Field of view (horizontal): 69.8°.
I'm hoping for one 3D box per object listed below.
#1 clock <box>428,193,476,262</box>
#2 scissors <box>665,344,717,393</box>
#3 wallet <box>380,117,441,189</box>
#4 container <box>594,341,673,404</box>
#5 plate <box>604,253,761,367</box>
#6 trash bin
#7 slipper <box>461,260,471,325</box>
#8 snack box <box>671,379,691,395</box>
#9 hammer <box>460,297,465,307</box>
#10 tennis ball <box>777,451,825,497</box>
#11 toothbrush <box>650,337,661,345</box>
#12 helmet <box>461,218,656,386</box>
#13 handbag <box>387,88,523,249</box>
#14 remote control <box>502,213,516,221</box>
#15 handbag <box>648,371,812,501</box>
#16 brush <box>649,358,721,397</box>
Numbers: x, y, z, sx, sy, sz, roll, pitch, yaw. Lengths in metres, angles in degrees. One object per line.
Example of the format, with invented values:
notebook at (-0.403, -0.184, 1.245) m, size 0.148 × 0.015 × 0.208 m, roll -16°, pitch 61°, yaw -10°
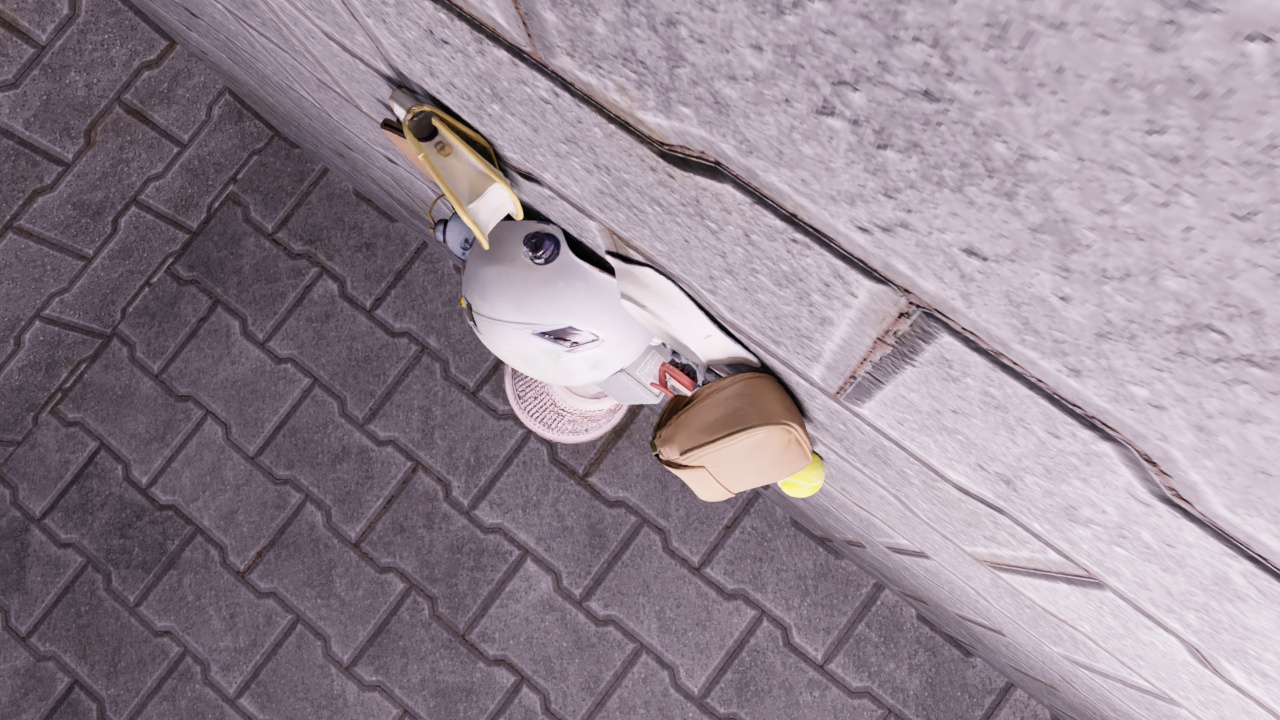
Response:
clock at (-0.232, -0.180, 1.250) m, size 0.122 × 0.082 × 0.055 m, roll 35°, pitch -178°, yaw -8°
scissors at (0.072, 0.013, 1.095) m, size 0.159 × 0.014 × 0.179 m, roll 53°, pitch 163°, yaw 36°
wallet at (-0.248, -0.240, 1.093) m, size 0.090 × 0.033 × 0.115 m, roll 30°, pitch 171°, yaw 39°
container at (-0.008, 0.008, 1.292) m, size 0.090 × 0.090 × 0.114 m, roll 38°, pitch 164°, yaw -21°
plate at (0.032, -0.041, 0.926) m, size 0.164 × 0.034 × 0.164 m, roll 41°, pitch 174°, yaw -27°
trash bin at (-0.097, 0.016, 1.494) m, size 0.227 × 0.227 × 0.192 m, roll 38°, pitch 163°, yaw -6°
slipper at (-0.221, -0.125, 1.419) m, size 0.114 × 0.055 × 0.273 m, roll 19°, pitch -151°, yaw -16°
snack box at (0.064, 0.027, 1.382) m, size 0.157 × 0.026 × 0.084 m, roll 34°, pitch 174°, yaw 41°
hammer at (-0.204, -0.126, 1.320) m, size 0.128 × 0.033 × 0.300 m, roll 10°, pitch -154°, yaw -23°
tennis ball at (0.213, 0.150, 1.223) m, size 0.065 × 0.065 × 0.065 m, roll 37°, pitch 176°, yaw 3°
toothbrush at (0.008, -0.037, 1.169) m, size 0.026 × 0.026 × 0.221 m, roll 38°, pitch 176°, yaw -23°
helmet at (-0.109, -0.053, 1.086) m, size 0.259 × 0.145 × 0.229 m, roll 29°, pitch 169°, yaw 29°
handbag at (-0.189, -0.205, 0.906) m, size 0.178 × 0.063 × 0.163 m, roll 52°, pitch 175°, yaw 1°
remote control at (-0.154, -0.160, 1.199) m, size 0.136 × 0.024 × 0.053 m, roll 39°, pitch 175°, yaw -13°
handbag at (0.098, 0.080, 0.971) m, size 0.204 × 0.148 × 0.099 m, roll 49°, pitch -161°, yaw -62°
brush at (0.083, 0.050, 1.197) m, size 0.146 × 0.069 × 0.063 m, roll 37°, pitch 175°, yaw 8°
